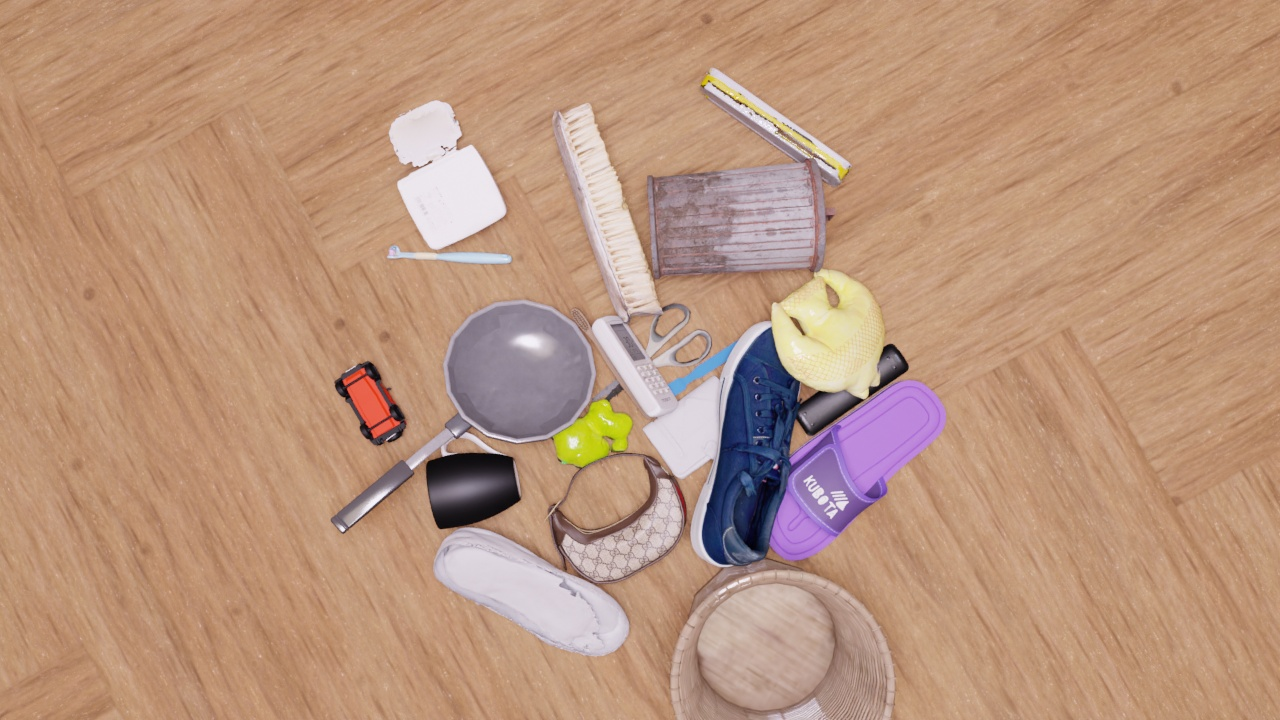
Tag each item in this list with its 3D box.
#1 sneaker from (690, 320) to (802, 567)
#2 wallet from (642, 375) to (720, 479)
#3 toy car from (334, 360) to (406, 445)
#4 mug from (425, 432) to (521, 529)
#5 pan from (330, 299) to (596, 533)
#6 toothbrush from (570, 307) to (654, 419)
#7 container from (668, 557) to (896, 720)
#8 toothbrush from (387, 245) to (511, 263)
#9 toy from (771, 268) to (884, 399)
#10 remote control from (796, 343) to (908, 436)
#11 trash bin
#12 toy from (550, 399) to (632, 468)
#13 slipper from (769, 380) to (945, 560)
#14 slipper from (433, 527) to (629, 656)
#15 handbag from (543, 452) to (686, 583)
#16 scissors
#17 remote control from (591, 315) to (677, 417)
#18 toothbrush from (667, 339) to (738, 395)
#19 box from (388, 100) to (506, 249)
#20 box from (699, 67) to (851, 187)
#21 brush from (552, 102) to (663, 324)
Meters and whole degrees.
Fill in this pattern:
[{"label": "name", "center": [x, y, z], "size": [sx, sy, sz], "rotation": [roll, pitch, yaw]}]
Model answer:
[{"label": "sneaker", "center": [0.140, 0.089, 1.035], "size": [0.120, 0.127, 0.294], "rotation": [21, 74, -26]}, {"label": "wallet", "center": [0.069, 0.082, 1.110], "size": [0.116, 0.032, 0.086], "rotation": [-40, 86, -1]}, {"label": "toy car", "center": [-0.324, 0.053, 1.113], "size": [0.051, 0.049, 0.100], "rotation": [-31, 87, 1]}, {"label": "mug", "center": [-0.199, 0.136, 1.098], "size": [0.100, 0.085, 0.118], "rotation": [-11, 58, -5]}, {"label": "pan", "center": [-0.206, 0.072, 1.061], "size": [0.356, 0.041, 0.178], "rotation": [-42, 83, -21]}, {"label": "toothbrush", "center": [-0.033, 0.005, 1.106], "size": [0.016, 0.016, 0.167], "rotation": [-35, 101, 8]}, {"label": "container", "center": [0.145, 0.329, 1.015], "size": [0.227, 0.196, 0.227], "rotation": [0, 88, 1]}, {"label": "toothbrush", "center": [-0.236, -0.129, 1.135], "size": [0.155, 0.016, 0.022], "rotation": [3, 50, 2]}, {"label": "toy", "center": [0.230, -0.028, 1.074], "size": [0.170, 0.065, 0.155], "rotation": [-37, 91, -34]}, {"label": "remote control", "center": [0.256, 0.035, 1.112], "size": [0.152, 0.020, 0.041], "rotation": [-34, 86, -2]}, {"label": "trash bin", "center": [0.118, -0.163, 1.070], "size": [0.211, 0.131, 0.131], "rotation": [-4, 87, 3]}, {"label": "toy", "center": [-0.061, 0.090, 1.112], "size": [0.094, 0.036, 0.093], "rotation": [32, 84, -4]}, {"label": "slipper", "center": [0.249, 0.126, 1.076], "size": [0.266, 0.084, 0.107], "rotation": [-41, 87, 0]}, {"label": "slipper", "center": [-0.126, 0.273, 1.084], "size": [0.247, 0.074, 0.112], "rotation": [29, 119, -8]}, {"label": "handbag", "center": [-0.031, 0.185, 1.093], "size": [0.166, 0.063, 0.138], "rotation": [-30, 87, 5]}, {"label": "scissors", "center": [0.004, -0.008, 1.127], "size": [0.170, 0.012, 0.131], "rotation": [-9, 87, 5]}, {"label": "remote control", "center": [-0.006, 0.006, 1.090], "size": [0.025, 0.060, 0.138], "rotation": [-37, 79, 22]}, {"label": "toothbrush", "center": [0.092, 0.001, 1.124], "size": [0.166, 0.014, 0.016], "rotation": [-33, 87, -4]}, {"label": "box", "center": [-0.242, -0.232, 1.111], "size": [0.110, 0.083, 0.190], "rotation": [-26, 86, -1]}, {"label": "box", "center": [0.162, -0.280, 1.107], "size": [0.209, 0.064, 0.033], "rotation": [35, 98, 3]}, {"label": "brush", "center": [-0.042, -0.175, 1.098], "size": [0.056, 0.083, 0.271], "rotation": [-19, 86, -1]}]
